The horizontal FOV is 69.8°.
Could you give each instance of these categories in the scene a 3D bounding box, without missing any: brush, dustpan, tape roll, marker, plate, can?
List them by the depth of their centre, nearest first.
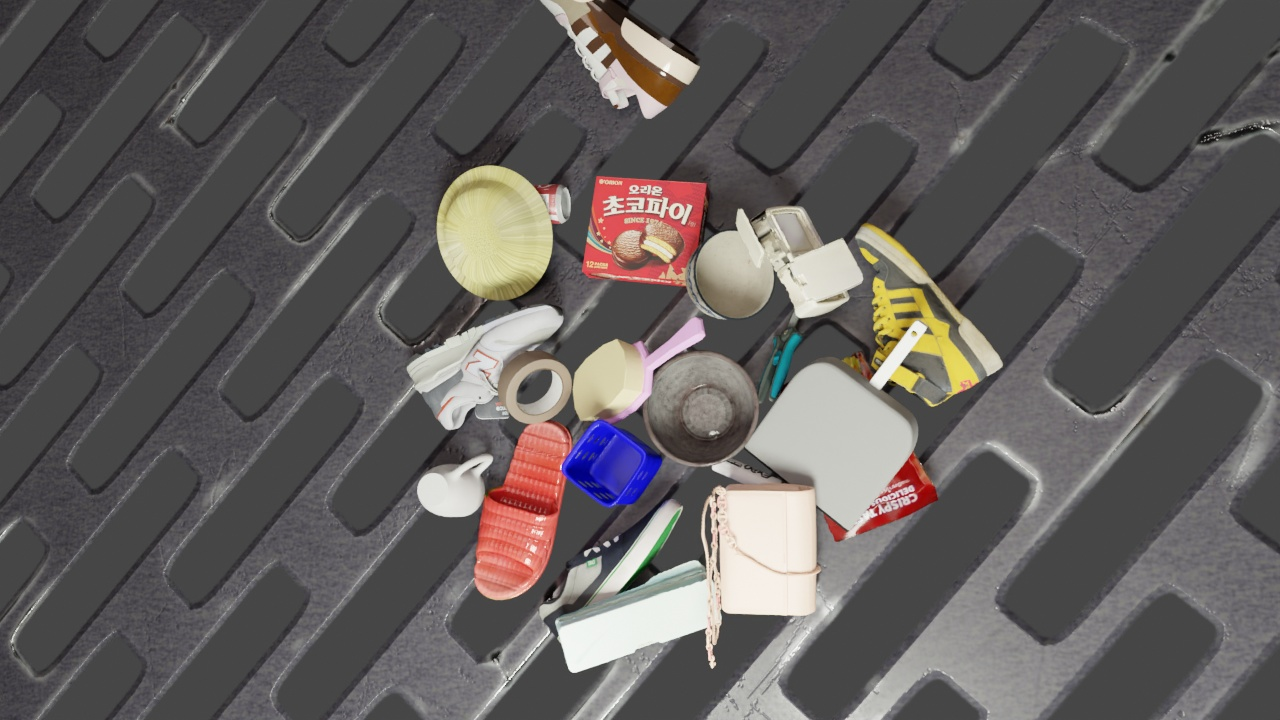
[{"bbox_3d":[0.255,0.058,1.088,0.163,0.033,0.258,39,119,16],"label":"dustpan"},{"bbox_3d":[-0.007,0.007,1.145,0.229,0.043,0.089,-37,52,43],"label":"brush"},{"bbox_3d":[0.152,0.153,1.163,0.126,0.025,0.025,23,87,15],"label":"marker"},{"bbox_3d":[-0.138,0.035,1.203,0.094,0.093,0.030,-52,40,1],"label":"tape roll"},{"bbox_3d":[-0.210,-0.171,1.252,0.185,0.036,0.184,6,105,22],"label":"plate"},{"bbox_3d":[-0.149,-0.216,1.272,0.097,0.054,0.054,1,82,13],"label":"can"}]

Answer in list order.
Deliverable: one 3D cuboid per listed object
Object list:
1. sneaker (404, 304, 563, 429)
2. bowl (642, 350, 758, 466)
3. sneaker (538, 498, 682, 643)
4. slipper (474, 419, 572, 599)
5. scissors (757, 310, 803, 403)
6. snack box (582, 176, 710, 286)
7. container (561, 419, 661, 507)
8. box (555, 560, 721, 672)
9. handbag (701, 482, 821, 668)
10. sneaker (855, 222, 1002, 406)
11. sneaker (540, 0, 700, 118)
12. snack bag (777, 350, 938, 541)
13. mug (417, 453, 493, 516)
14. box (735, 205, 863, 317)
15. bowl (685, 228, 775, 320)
[{"bbox_3d":[-0.197,0.018,1.239,0.240,0.088,0.124,-21,82,18],"label":"sneaker"},{"bbox_3d":[0.081,0.064,1.170,0.145,0.067,0.145,-2,81,13],"label":"bowl"},{"bbox_3d":[-0.042,0.256,1.164,0.079,0.084,0.235,41,96,15],"label":"sneaker"},{"bbox_3d":[-0.157,0.197,1.211,0.103,0.059,0.248,17,85,15],"label":"slipper"},{"bbox_3d":[0.185,-0.010,1.160,0.019,0.135,0.130,34,110,-27],"label":"scissors"},{"bbox_3d":[0.008,-0.174,1.238,0.152,0.036,0.132,6,83,14],"label":"snack box"},{"bbox_3d":[-0.032,0.132,1.162,0.084,0.113,0.085,36,91,15],"label":"container"},{"bbox_3d":[-0.003,0.312,1.114,0.198,0.086,0.072,-17,49,-9],"label":"box"},{"bbox_3d":[0.145,0.243,1.063,0.117,0.187,0.199,0,93,14],"label":"handbag"},{"bbox_3d":[0.315,-0.048,1.123,0.122,0.086,0.238,-40,74,6],"label":"sneaker"},{"bbox_3d":[-0.056,-0.439,1.271,0.294,0.111,0.117,39,112,15],"label":"sneaker"},{"bbox_3d":[0.259,0.104,1.127,0.139,0.066,0.208,-26,78,15],"label":"snack bag"},{"bbox_3d":[-0.244,0.160,1.219,0.107,0.089,0.071,-42,75,4],"label":"mug"},{"bbox_3d":[0.188,-0.128,1.111,0.081,0.181,0.143,-34,78,40],"label":"box"},{"bbox_3d":[0.108,-0.106,1.179,0.115,0.059,0.115,2,86,-22],"label":"bowl"}]
